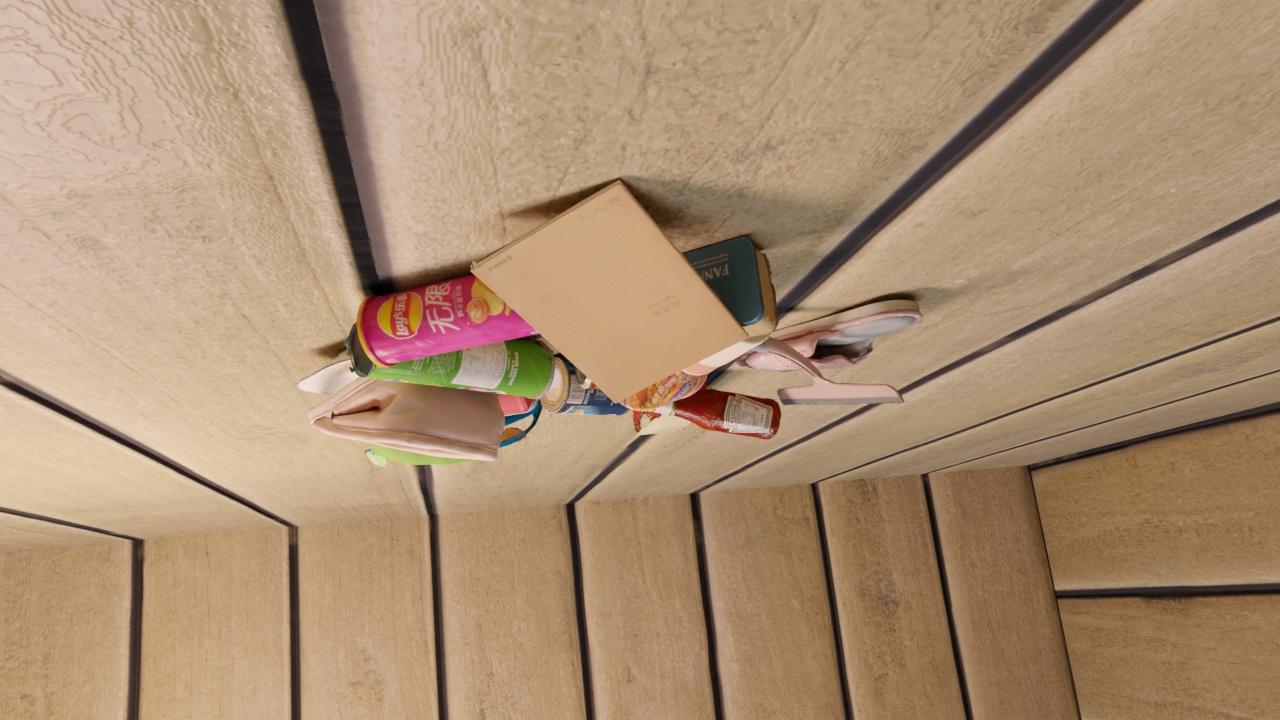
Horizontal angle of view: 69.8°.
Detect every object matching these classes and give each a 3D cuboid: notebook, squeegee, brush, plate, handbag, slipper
[{"bbox_3d":[-0.021,-0.051,0.796,0.150,0.012,0.211,-26,133,22],"label":"notebook"},{"bbox_3d":[0.150,-0.011,1.103,0.249,0.040,0.248,25,168,-21],"label":"squeegee"},{"bbox_3d":[-0.203,0.088,1.317,0.143,0.073,0.055,-21,164,-30],"label":"brush"},{"bbox_3d":[-0.307,0.014,1.102,0.165,0.034,0.163,-17,159,27],"label":"plate"},{"bbox_3d":[-0.305,0.076,1.131,0.235,0.093,0.193,-9,162,33],"label":"handbag"},{"bbox_3d":[0.237,-0.018,1.178,0.114,0.054,0.275,6,162,-42],"label":"slipper"}]

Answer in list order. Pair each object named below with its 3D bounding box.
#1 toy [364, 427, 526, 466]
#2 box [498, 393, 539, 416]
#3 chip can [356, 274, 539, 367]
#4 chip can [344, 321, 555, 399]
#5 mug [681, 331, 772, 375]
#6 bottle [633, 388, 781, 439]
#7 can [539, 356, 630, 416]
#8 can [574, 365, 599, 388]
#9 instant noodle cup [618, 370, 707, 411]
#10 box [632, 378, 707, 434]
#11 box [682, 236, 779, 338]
[{"bbox_3d":[-0.299,0.115,1.411,0.246,0.090,0.227,-3,-179,-12],"label":"toy"},{"bbox_3d":[-0.238,0.037,1.238,0.201,0.098,0.119,-8,134,11],"label":"box"},{"bbox_3d":[-0.159,-0.046,0.866,0.211,0.071,0.071,-11,165,17],"label":"chip can"},{"bbox_3d":[-0.205,-0.003,1.023,0.072,0.072,0.235,-18,161,41],"label":"chip can"},{"bbox_3d":[0.070,-0.046,0.975,0.114,0.081,0.106,32,150,-18],"label":"mug"},{"bbox_3d":[0.086,0.065,1.226,0.206,0.059,0.060,10,162,-16],"label":"bottle"},{"bbox_3d":[-0.072,0.035,1.218,0.111,0.075,0.075,5,162,-37],"label":"can"},{"bbox_3d":[-0.007,0.007,1.170,0.147,0.058,0.058,0,165,-23],"label":"can"},{"bbox_3d":[0.023,0.004,1.084,0.112,0.111,0.099,-13,171,28],"label":"instant noodle cup"},{"bbox_3d":[0.044,0.079,1.441,0.091,0.076,0.169,-3,165,-16],"label":"box"},{"bbox_3d":[0.051,-0.055,0.889,0.185,0.089,0.060,-17,162,28],"label":"box"}]
